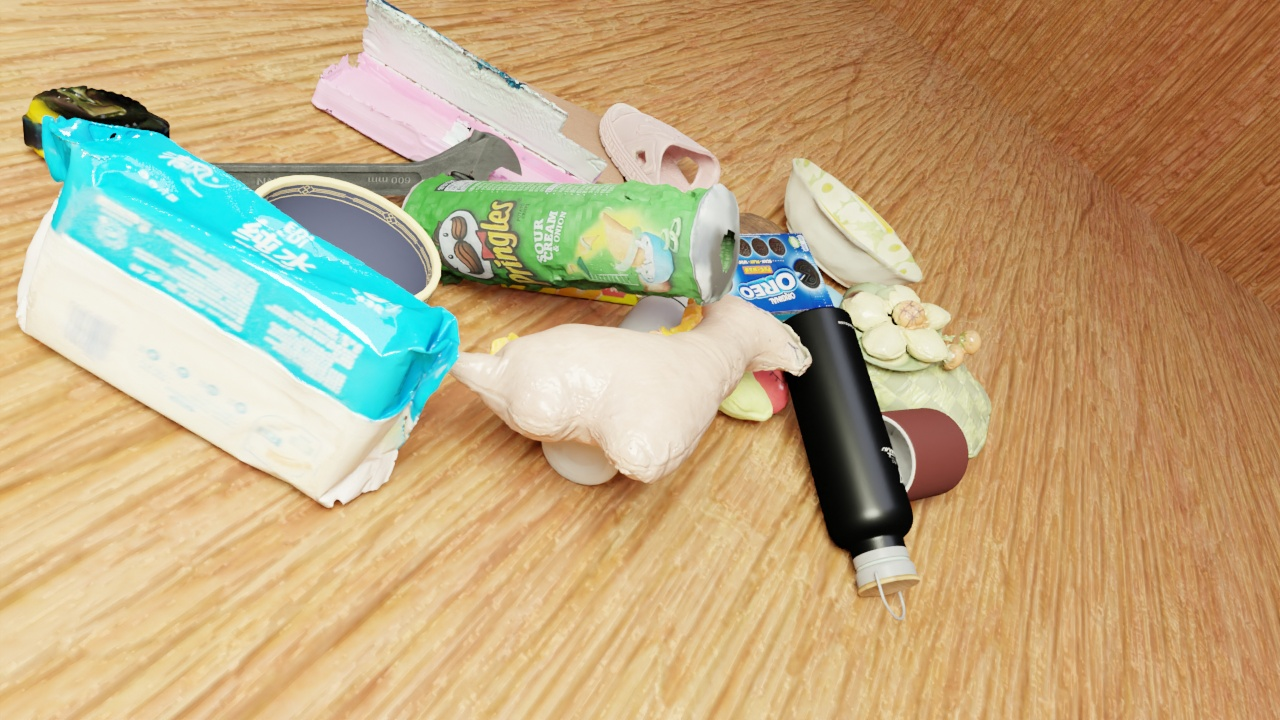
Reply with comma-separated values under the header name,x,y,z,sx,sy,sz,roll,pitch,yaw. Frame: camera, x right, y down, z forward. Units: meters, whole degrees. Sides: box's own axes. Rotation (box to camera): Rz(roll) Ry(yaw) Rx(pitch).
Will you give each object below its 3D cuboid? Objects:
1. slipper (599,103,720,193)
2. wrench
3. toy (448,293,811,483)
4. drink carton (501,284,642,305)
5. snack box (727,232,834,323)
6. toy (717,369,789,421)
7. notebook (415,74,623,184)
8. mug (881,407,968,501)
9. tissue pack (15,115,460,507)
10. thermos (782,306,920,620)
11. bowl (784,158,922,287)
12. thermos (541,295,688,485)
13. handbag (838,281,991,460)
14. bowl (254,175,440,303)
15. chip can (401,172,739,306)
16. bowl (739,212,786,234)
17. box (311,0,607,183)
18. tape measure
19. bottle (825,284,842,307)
name,x,y,z,sx,sy,sz,roll,pitch,yaw
slipper,0.034,-0.186,0.901,0.094,0.065,0.239,11,42,-45
wrench,-0.196,-0.125,0.634,0.272,0.073,0.018,-11,33,-41
toy,0.003,-0.010,0.570,0.196,0.065,0.263,29,28,7
drink carton,-0.043,-0.081,0.714,0.134,0.059,0.043,5,46,-39
snack box,0.103,-0.073,0.825,0.150,0.027,0.082,-8,68,-35
toy,0.082,0.004,0.733,0.091,0.045,0.134,43,31,4
notebook,-0.115,-0.236,0.887,0.209,0.008,0.141,18,37,-26
mug,0.198,0.070,0.744,0.082,0.073,0.106,-1,22,-43
tissue pack,-0.199,-0.021,0.445,0.209,0.117,0.065,31,28,-9
thermos,0.155,0.074,0.671,0.061,0.061,0.231,10,57,-34
bowl,0.219,-0.137,1.005,0.188,0.060,0.218,48,26,8
thermos,-0.004,0.004,0.649,0.052,0.052,0.223,35,33,-2
handbag,0.244,0.005,0.808,0.186,0.117,0.113,37,51,-5
bowl,-0.183,-0.050,0.545,0.112,0.061,0.112,24,35,-18
chip can,-0.046,-0.079,0.589,0.224,0.075,0.075,8,22,28
bowl,0.134,-0.122,0.956,0.101,0.026,0.114,11,40,-33
box,-0.134,-0.199,0.743,0.230,0.097,0.085,29,34,-11
tape measure,-0.322,-0.138,0.541,0.062,0.038,0.067,26,33,12
bottle,0.219,-0.021,0.895,0.130,0.040,0.040,37,33,2
